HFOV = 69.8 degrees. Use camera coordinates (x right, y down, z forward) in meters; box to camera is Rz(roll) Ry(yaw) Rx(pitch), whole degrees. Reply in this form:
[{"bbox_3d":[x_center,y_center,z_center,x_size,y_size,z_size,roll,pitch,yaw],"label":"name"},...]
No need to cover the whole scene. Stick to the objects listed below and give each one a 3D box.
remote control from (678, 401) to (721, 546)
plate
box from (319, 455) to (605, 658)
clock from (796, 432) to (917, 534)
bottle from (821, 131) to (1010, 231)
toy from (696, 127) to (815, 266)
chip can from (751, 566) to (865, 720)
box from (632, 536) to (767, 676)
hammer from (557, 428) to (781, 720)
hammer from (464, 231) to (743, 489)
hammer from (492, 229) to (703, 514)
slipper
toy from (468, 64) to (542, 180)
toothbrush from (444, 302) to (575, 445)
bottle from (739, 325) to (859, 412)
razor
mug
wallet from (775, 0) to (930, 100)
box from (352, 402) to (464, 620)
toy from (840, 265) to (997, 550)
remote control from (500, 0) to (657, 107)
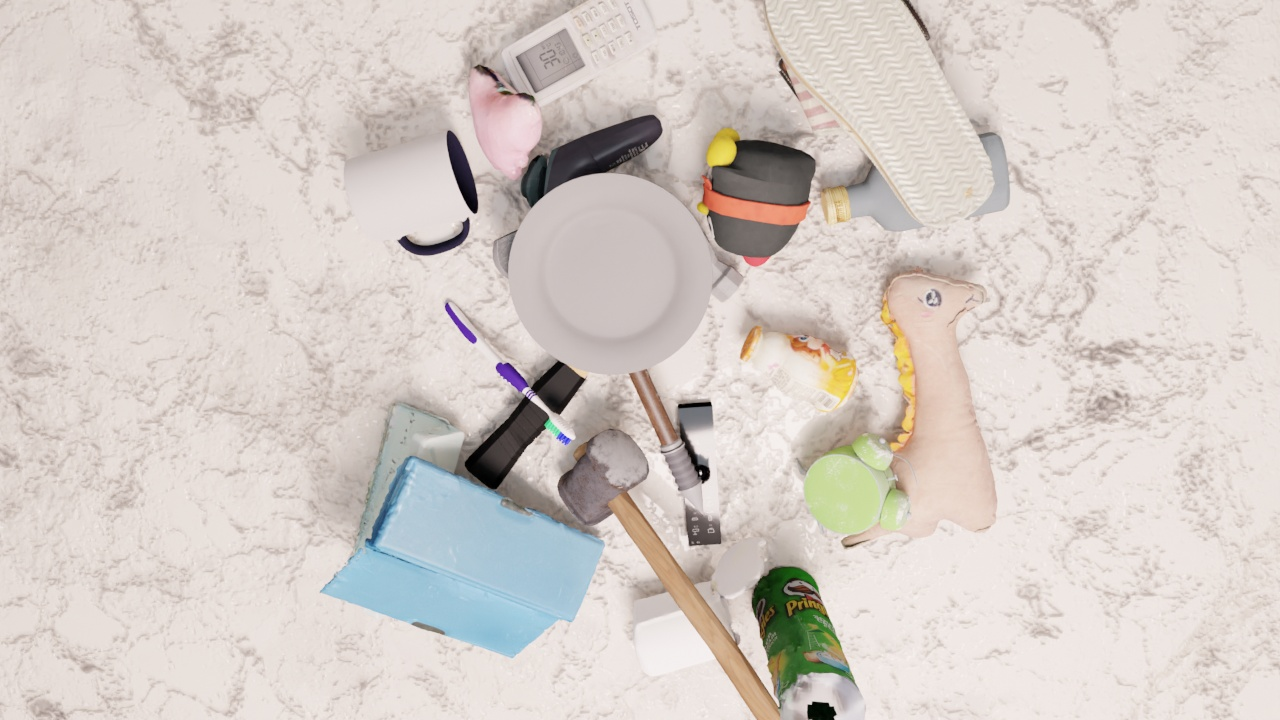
[{"bbox_3d":[0.060,0.116,0.927,0.034,0.013,0.150,-4,103,3],"label":"remote control"},{"bbox_3d":[-0.026,-0.074,0.804,0.178,0.012,0.178,1,107,2],"label":"plate"},{"bbox_3d":[-0.161,0.205,0.882,0.231,0.066,0.173,30,97,-31],"label":"box"},{"bbox_3d":[0.206,0.122,0.876,0.120,0.042,0.094,-24,85,35],"label":"clock"},{"bbox_3d":[0.248,-0.157,0.840,0.161,0.046,0.072,-11,103,4],"label":"bottle"},{"bbox_3d":[0.101,-0.140,0.825,0.100,0.097,0.119,11,112,5],"label":"toy"},{"bbox_3d":[0.150,0.268,0.853,0.075,0.223,0.075,0,100,1],"label":"chip can"},{"bbox_3d":[0.064,0.248,0.920,0.160,0.084,0.119,-15,110,4],"label":"box"},{"bbox_3d":[0.037,0.212,0.857,0.328,0.052,0.098,53,138,14],"label":"hammer"},{"bbox_3d":[-0.054,-0.005,0.891,0.131,0.039,0.328,40,102,-6],"label":"hammer"},{"bbox_3d":[-0.006,0.003,0.853,0.156,0.043,0.322,-23,102,9],"label":"hammer"},{"bbox_3d":[0.203,-0.230,0.798,0.115,0.052,0.263,-37,93,7],"label":"slipper"},{"bbox_3d":[-0.121,-0.210,0.825,0.050,0.102,0.093,-24,134,-26],"label":"toy"},{"bbox_3d":[-0.128,0.011,0.877,0.186,0.015,0.016,45,111,13],"label":"toothbrush"},{"bbox_3d":[0.150,0.005,0.872,0.108,0.063,0.063,24,103,-5],"label":"bottle"},{"bbox_3d":[-0.045,-0.185,0.846,0.143,0.047,0.052,-24,77,4],"label":"razor"},{"bbox_3d":[-0.203,-0.146,0.847,0.097,0.078,0.112,-15,130,5],"label":"mug"},{"bbox_3d":[0.190,-0.280,0.826,0.123,0.019,0.072,-38,100,10],"label":"wallet"},{"bbox_3d":[-0.248,0.145,0.924,0.096,0.085,0.199,25,103,24],"label":"box"},{"bbox_3d":[0.257,0.050,0.883,0.196,0.065,0.264,-16,97,15],"label":"toy"},{"bbox_3d":[-0.055,-0.284,0.829,0.138,0.025,0.060,-27,101,8],"label":"remote control"}]
